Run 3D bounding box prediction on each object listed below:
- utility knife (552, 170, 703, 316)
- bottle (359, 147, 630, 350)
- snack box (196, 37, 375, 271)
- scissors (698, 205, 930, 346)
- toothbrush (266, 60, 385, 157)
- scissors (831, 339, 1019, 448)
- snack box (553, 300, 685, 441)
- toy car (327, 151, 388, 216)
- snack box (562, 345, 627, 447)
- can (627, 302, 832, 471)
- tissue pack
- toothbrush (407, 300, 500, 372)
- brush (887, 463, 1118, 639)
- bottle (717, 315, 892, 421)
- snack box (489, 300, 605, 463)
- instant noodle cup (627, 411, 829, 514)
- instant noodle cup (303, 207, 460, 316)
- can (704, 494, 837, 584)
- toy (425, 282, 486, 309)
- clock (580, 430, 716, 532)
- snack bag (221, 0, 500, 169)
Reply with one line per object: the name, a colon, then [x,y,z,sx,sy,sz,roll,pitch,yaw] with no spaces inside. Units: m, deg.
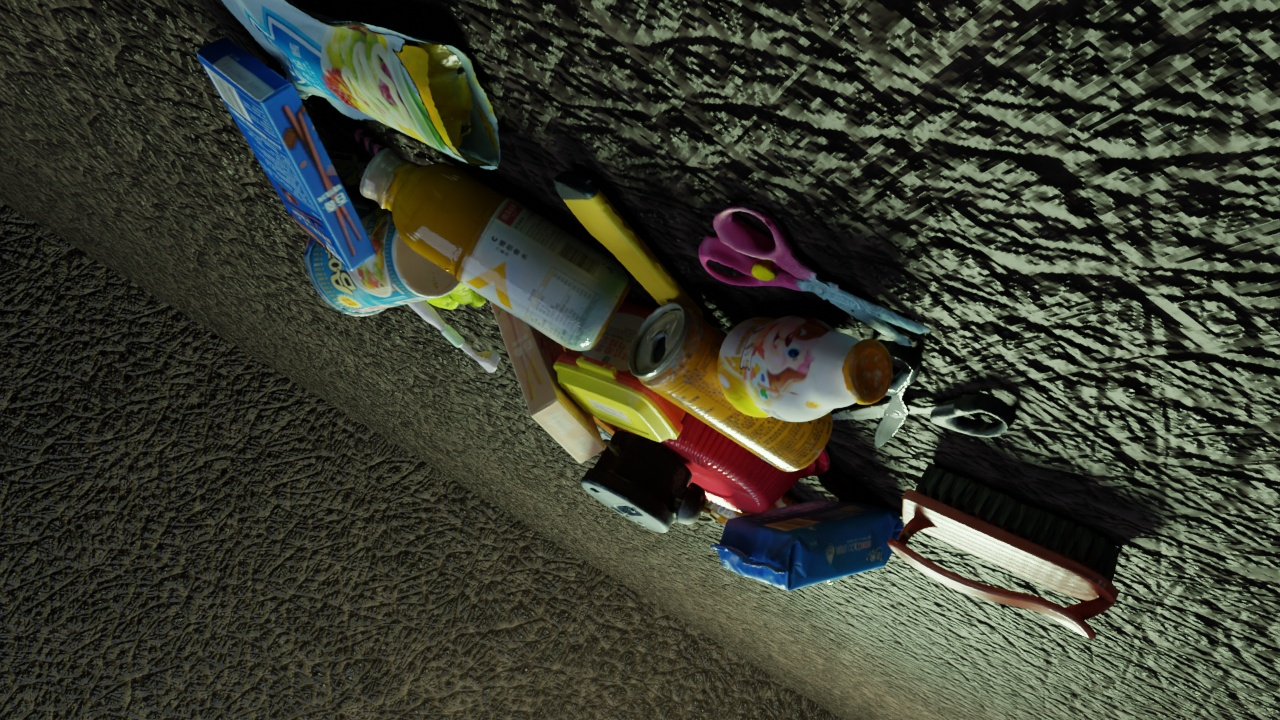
utility knife: [0.006,-0.057,0.593,0.033,0.015,0.193,13,157,44]
bottle: [-0.099,-0.078,0.621,0.189,0.068,0.068,32,163,-3]
snack box: [-0.244,-0.140,0.644,0.084,0.026,0.157,37,156,29]
scissors: [0.096,-0.045,0.489,0.137,0.017,0.077,23,153,9]
toothbrush: [-0.186,-0.149,0.662,0.189,0.014,0.018,39,149,-26]
scissors: [0.165,0.028,0.581,0.160,0.014,0.170,16,159,45]
snack box: [-0.004,0.004,0.672,0.091,0.080,0.082,19,160,34]
toy car: [-0.222,-0.139,0.709,0.090,0.035,0.042,18,160,41]
snack box: [-0.024,0.051,0.849,0.026,0.075,0.153,-36,119,27]
can: [0.063,0.020,0.618,0.146,0.058,0.058,33,164,-29]
tissue pack: [0.148,0.157,0.785,0.156,0.052,0.095,-6,-176,-31]
toothbrush: [-0.200,-0.055,0.829,0.189,0.021,0.029,43,-176,-22]
brush: [0.249,0.133,0.630,0.146,0.069,0.063,23,162,25]
bottle: [0.095,0.005,0.538,0.063,0.063,0.109,40,161,-27]
snack box: [-0.079,0.001,0.735,0.084,0.026,0.157,53,-172,-51]
instant noodle cup: [0.061,0.072,0.781,0.194,0.065,0.194,27,163,9]
instant noodle cup: [-0.199,-0.084,0.741,0.110,0.099,0.099,4,149,42]
can: [0.138,0.163,0.915,0.147,0.057,0.058,32,163,-3]
toy: [-0.183,-0.074,0.835,0.100,0.031,0.097,19,154,25]
clock: [0.008,0.107,0.760,0.122,0.055,0.082,33,162,-11]
snack bag: [-0.170,-0.172,0.536,0.191,0.038,0.110,26,168,26]
